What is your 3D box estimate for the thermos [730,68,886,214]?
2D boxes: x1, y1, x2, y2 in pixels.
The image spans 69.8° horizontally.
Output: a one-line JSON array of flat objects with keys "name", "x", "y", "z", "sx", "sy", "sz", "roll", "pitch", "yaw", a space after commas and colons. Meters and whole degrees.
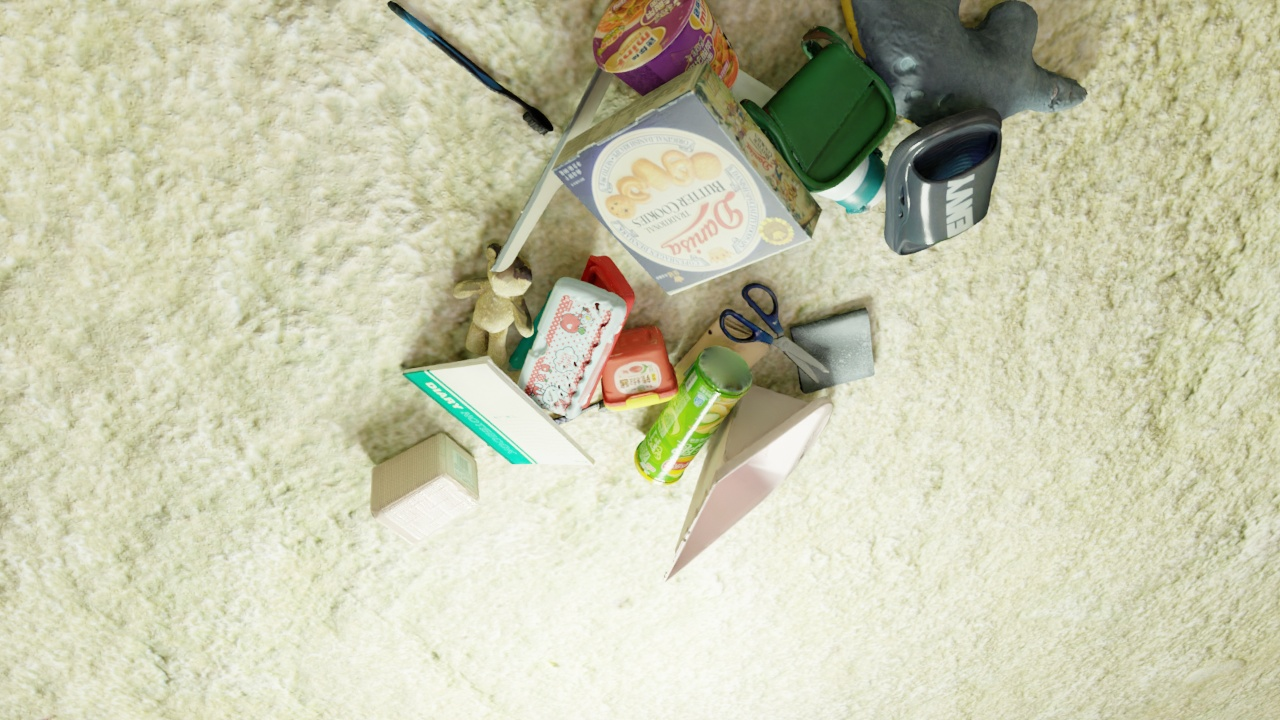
[{"name": "thermos", "x": 0.158, "y": -0.220, "z": 0.920, "sx": 0.224, "sy": 0.073, "sz": 0.073, "roll": 22, "pitch": 125, "yaw": -27}]

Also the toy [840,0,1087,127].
[{"name": "toy", "x": 0.295, "y": -0.289, "z": 0.874, "sx": 0.356, "sy": 0.091, "sz": 0.138, "roll": 18, "pitch": 98, "yaw": -26}]

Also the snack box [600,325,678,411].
[{"name": "snack box", "x": -0.006, "y": 0.006, "z": 1.090, "sx": 0.091, "sy": 0.082, "sz": 0.080, "roll": -12, "pitch": 119, "yaw": 0}]

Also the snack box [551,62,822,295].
[{"name": "snack box", "x": 0.042, "y": -0.157, "z": 0.843, "sx": 0.178, "sy": 0.045, "sz": 0.182, "roll": -18, "pitch": 127, "yaw": 43}]

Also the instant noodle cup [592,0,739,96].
[{"name": "instant noodle cup", "x": 0.030, "y": -0.276, "z": 0.822, "sx": 0.112, "sy": 0.111, "sz": 0.099, "roll": -36, "pitch": 137, "yaw": 21}]

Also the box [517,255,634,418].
[{"name": "box", "x": -0.080, "y": -0.017, "z": 1.015, "sx": 0.091, "sy": 0.094, "sz": 0.202, "roll": -13, "pitch": 145, "yaw": -34}]

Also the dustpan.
[{"name": "dustpan", "x": 0.151, "y": 0.148, "z": 1.155, "sx": 0.139, "sy": 0.272, "sz": 0.223, "roll": 22, "pitch": 136, "yaw": 1}]

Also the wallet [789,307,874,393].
[{"name": "wallet", "x": 0.243, "y": -0.010, "z": 1.157, "sx": 0.097, "sy": 0.019, "sz": 0.121, "roll": -14, "pitch": 134, "yaw": 6}]

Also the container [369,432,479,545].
[{"name": "container", "x": -0.272, "y": 0.161, "z": 1.172, "sx": 0.111, "sy": 0.089, "sz": 0.090, "roll": -30, "pitch": 130, "yaw": 13}]

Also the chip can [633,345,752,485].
[{"name": "chip can", "x": 0.062, "y": 0.071, "z": 1.135, "sx": 0.072, "sy": 0.072, "sz": 0.222, "roll": 10, "pitch": 140, "yaw": -19}]

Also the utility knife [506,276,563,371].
[{"name": "utility knife", "x": -0.117, "y": -0.039, "z": 1.069, "sx": 0.029, "sy": 0.013, "sz": 0.162, "roll": 21, "pitch": 128, "yaw": -23}]

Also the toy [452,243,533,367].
[{"name": "toy", "x": -0.157, "y": -0.055, "z": 1.020, "sx": 0.105, "sy": 0.066, "sz": 0.158, "roll": 37, "pitch": 133, "yaw": 14}]

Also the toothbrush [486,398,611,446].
[{"name": "toothbrush", "x": -0.112, "y": 0.082, "z": 1.177, "sx": 0.189, "sy": 0.016, "sz": 0.014, "roll": -20, "pitch": 132, "yaw": 10}]

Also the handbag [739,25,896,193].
[{"name": "handbag", "x": 0.161, "y": -0.227, "z": 0.849, "sx": 0.131, "sy": 0.068, "sz": 0.120, "roll": -45, "pitch": 109, "yaw": -8}]

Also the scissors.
[{"name": "scissors", "x": 0.160, "y": -0.018, "z": 1.107, "sx": 0.128, "sy": 0.012, "sz": 0.173, "roll": -24, "pitch": 116, "yaw": -6}]

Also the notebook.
[{"name": "notebook", "x": -0.168, "y": 0.068, "z": 1.104, "sx": 0.151, "sy": 0.012, "sz": 0.209, "roll": -6, "pitch": 139, "yaw": 39}]

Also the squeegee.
[{"name": "squeegee", "x": 0.000, "y": -0.164, "z": 0.960, "sx": 0.246, "sy": 0.039, "sz": 0.247, "roll": 20, "pitch": 108, "yaw": -33}]

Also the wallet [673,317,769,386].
[{"name": "wallet", "x": 0.097, "y": 0.003, "z": 1.139, "sx": 0.087, "sy": 0.024, "sz": 0.115, "roll": 25, "pitch": 123, "yaw": -24}]

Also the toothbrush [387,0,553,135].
[{"name": "toothbrush", "x": -0.156, "y": -0.269, "z": 0.853, "sx": 0.189, "sy": 0.014, "sz": 0.016, "roll": 33, "pitch": 143, "yaw": -32}]

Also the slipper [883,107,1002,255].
[{"name": "slipper", "x": 0.310, "y": -0.157, "z": 0.922, "sx": 0.111, "sy": 0.083, "sz": 0.268, "roll": -23, "pitch": 161, "yaw": 2}]
